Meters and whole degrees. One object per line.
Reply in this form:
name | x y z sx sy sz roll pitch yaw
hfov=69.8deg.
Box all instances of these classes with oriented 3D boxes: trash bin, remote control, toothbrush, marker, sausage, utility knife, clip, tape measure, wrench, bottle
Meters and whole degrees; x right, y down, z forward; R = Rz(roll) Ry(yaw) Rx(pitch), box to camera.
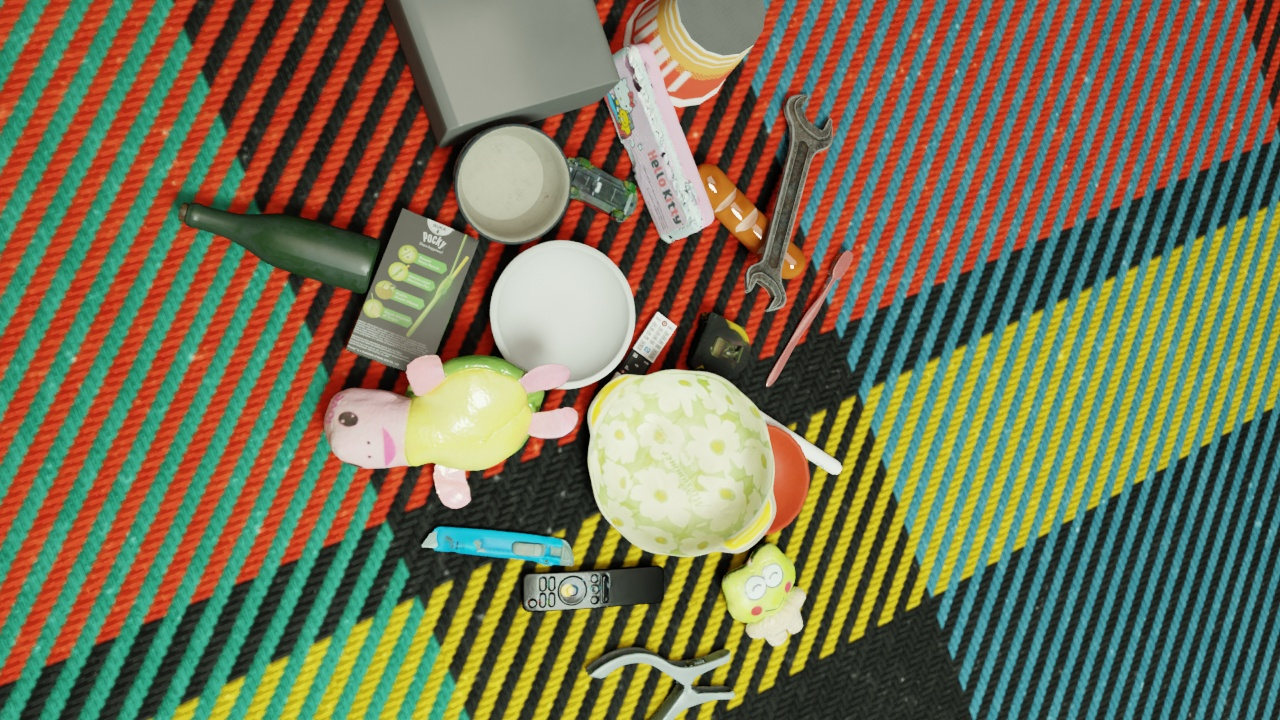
trash bin | -0.146 -0.346 0.896 0.191 0.098 0.220 -22 97 -17
remote control | -0.049 0.238 0.961 0.151 0.020 0.041 1 90 -17
toothbrush | 0.191 -0.048 1.048 0.015 0.016 0.184 34 82 -15
marker | 0.176 0.092 1.036 0.133 0.020 0.017 33 76 -15
sausage | 0.117 -0.152 1.007 0.164 0.044 0.039 42 82 -14
utility knife | -0.142 0.189 0.934 0.158 0.015 0.031 8 82 -17
clip | 0.017 0.324 0.977 0.171 0.029 0.143 -17 96 -18
tape measure | 0.088 -0.011 0.999 0.062 0.038 0.067 24 81 -17
wrench | 0.162 -0.177 1.005 0.070 0.010 0.272 26 67 -21
remote control | -0.006 0.006 0.981 0.028 0.012 0.124 36 79 -15
bottle | -0.335 -0.112 0.853 0.174 0.055 0.055 16 84 -16

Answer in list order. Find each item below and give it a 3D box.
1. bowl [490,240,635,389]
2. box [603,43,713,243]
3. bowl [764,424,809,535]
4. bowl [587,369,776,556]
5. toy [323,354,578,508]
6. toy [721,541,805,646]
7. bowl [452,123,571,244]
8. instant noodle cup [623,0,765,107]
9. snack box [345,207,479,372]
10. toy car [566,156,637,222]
bowl | -0.082 -0.046 0.940 0.149 0.043 0.149 0 90 -18
box | 0.015 -0.224 0.954 0.044 0.086 0.202 -24 97 -26
bowl | 0.124 0.130 1.011 0.122 0.035 0.122 0 89 -18
bowl | 0.044 0.105 0.950 0.219 0.060 0.188 42 92 10
toy | -0.179 0.056 0.880 0.238 0.087 0.190 -12 131 -8
toy | 0.140 0.262 1.011 0.092 0.046 0.115 -36 108 -18
bowl | -0.132 -0.178 0.908 0.115 0.059 0.116 -8 113 -21
instant noodle cup | 0.060 -0.342 0.950 0.123 0.121 0.123 0 89 -18
snack box | -0.224 -0.065 0.903 0.080 0.025 0.147 22 83 -17
toy car | -0.046 -0.177 0.957 0.091 0.036 0.042 22 82 -16
